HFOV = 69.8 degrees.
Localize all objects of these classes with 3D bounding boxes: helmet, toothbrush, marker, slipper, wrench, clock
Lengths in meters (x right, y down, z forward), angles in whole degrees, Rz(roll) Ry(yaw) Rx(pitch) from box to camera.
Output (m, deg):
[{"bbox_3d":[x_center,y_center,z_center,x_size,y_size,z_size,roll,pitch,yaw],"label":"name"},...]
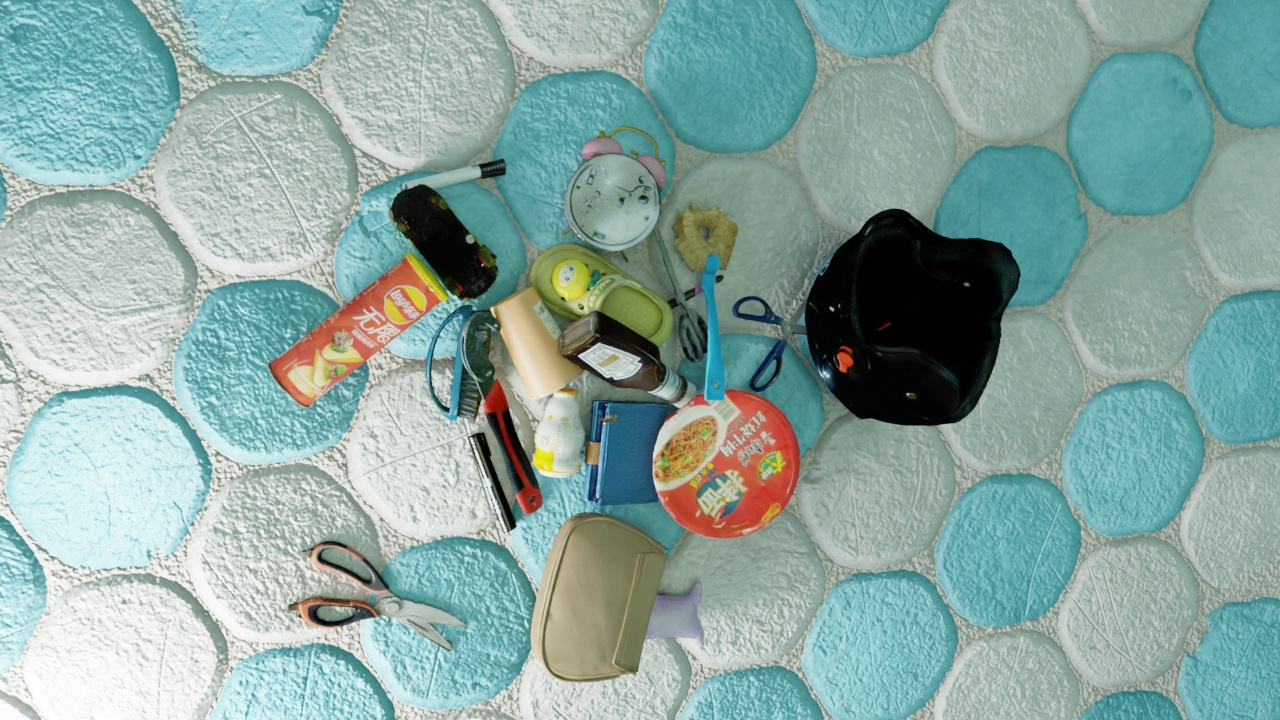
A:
[{"bbox_3d":[0.312,-0.045,1.116,0.274,0.231,0.232,49,57,-14],"label":"helmet"},{"bbox_3d":[0.026,-0.064,1.175,0.189,0.018,0.014,-29,93,-7],"label":"toothbrush"},{"bbox_3d":[-0.186,0.154,1.159,0.022,0.020,0.132,-24,99,-36],"label":"marker"},{"bbox_3d":[-0.043,-0.081,1.122,0.190,0.082,0.091,29,81,-4],"label":"slipper"},{"bbox_3d":[-0.167,0.071,1.120,0.056,0.016,0.274,-28,116,-34],"label":"wrench"},{"bbox_3d":[-0.030,-0.211,1.129,0.117,0.060,0.158,21,93,-10],"label":"clock"},{"bbox_3d":[-0.227,-0.221,1.114,0.130,0.018,0.022,-17,65,-8],"label":"marker"}]

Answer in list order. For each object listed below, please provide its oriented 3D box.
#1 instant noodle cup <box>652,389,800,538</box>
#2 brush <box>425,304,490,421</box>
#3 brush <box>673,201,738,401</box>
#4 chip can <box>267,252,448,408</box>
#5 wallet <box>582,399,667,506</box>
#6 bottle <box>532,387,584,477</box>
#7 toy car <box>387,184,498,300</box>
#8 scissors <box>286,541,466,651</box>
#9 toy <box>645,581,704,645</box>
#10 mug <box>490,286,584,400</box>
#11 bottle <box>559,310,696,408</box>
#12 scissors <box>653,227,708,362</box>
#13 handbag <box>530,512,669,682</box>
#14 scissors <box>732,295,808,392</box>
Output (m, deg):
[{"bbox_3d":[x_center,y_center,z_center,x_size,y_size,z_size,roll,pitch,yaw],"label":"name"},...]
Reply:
[{"bbox_3d":[0.105,0.128,1.182,0.193,0.066,0.194,-1,97,-10],"label":"instant noodle cup"},{"bbox_3d":[-0.223,0.003,1.118,0.073,0.055,0.144,7,95,-11],"label":"brush"},{"bbox_3d":[0.087,-0.076,1.147,0.083,0.046,0.254,0,81,-17],"label":"brush"},{"bbox_3d":[-0.333,-0.037,1.087,0.216,0.073,0.073,-38,100,-4],"label":"chip can"},{"bbox_3d":[-0.019,0.117,1.167,0.106,0.040,0.133,3,95,-29],"label":"wallet"},{"bbox_3d":[-0.099,0.089,1.144,0.063,0.063,0.108,5,95,-10],"label":"bottle"},{"bbox_3d":[-0.236,-0.143,1.109,0.071,0.041,0.156,-41,102,-4],"label":"toy car"},{"bbox_3d":[-0.334,0.307,1.151,0.215,0.015,0.196,-18,98,-8],"label":"scissors"},{"bbox_3d":[0.031,0.332,1.203,0.108,0.039,0.084,1,84,-4],"label":"toy"},{"bbox_3d":[-0.129,-0.024,1.117,0.078,0.078,0.123,-28,102,-6],"label":"mug"},{"bbox_3d":[-0.007,0.007,1.126,0.080,0.044,0.194,-29,136,34],"label":"bottle"},{"bbox_3d":[0.046,-0.078,1.144,0.174,0.014,0.136,47,43,-40],"label":"scissors"},{"bbox_3d":[-0.055,0.297,1.153,0.147,0.100,0.204,17,82,-12],"label":"handbag"},{"bbox_3d":[0.181,-0.041,1.180,0.162,0.012,0.173,34,91,-33],"label":"scissors"}]
